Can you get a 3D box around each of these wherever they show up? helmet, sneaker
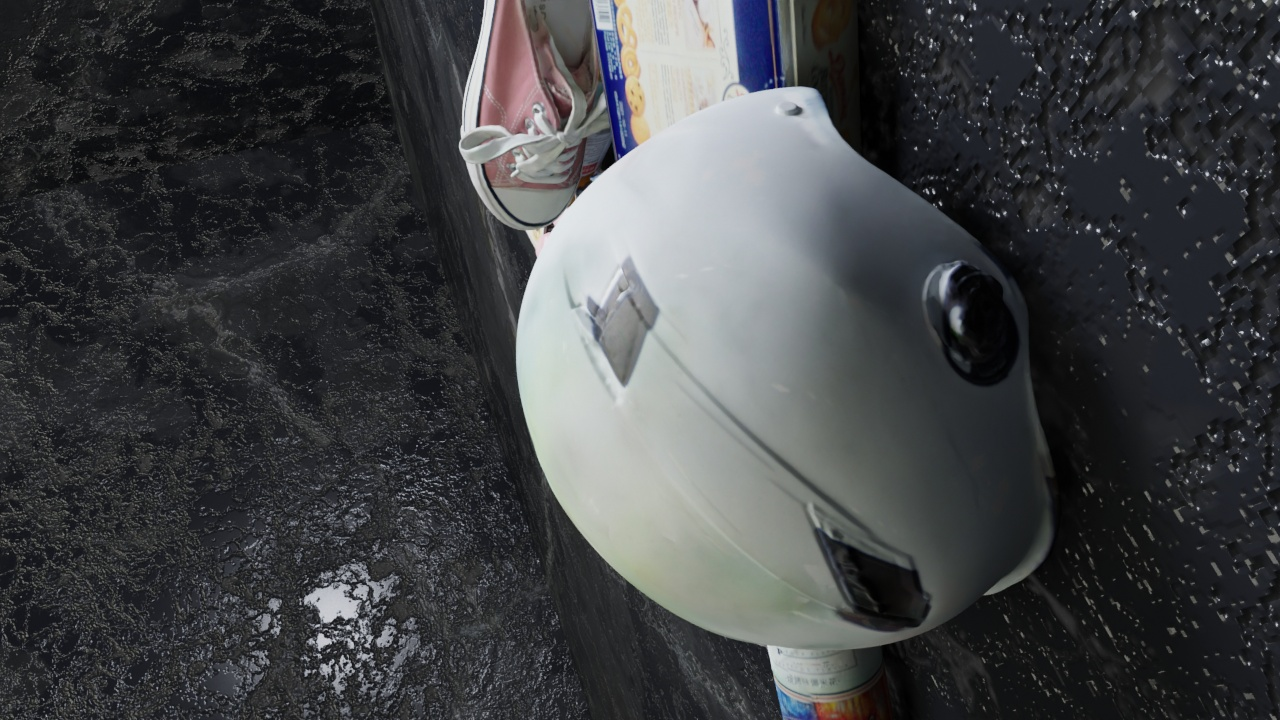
[{"bbox_3d":[0.039,0.027,0.400,0.258,0.145,0.230,58,149,4],"label":"helmet"},{"bbox_3d":[-0.063,-0.166,0.601,0.242,0.118,0.087,106,147,-49],"label":"sneaker"}]

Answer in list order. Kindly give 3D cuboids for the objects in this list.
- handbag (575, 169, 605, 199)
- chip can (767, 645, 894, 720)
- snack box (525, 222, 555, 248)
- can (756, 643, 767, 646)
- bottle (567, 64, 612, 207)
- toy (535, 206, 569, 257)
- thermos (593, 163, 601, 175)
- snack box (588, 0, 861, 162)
[{"bbox_3d":[0.004,-0.047,0.710,0.134,0.075,0.194,-137,34,-67],"label":"handbag"},{"bbox_3d":[0.121,0.213,0.567,0.071,0.071,0.215,-146,40,-68],"label":"chip can"},{"bbox_3d":[-0.098,-0.185,0.960,0.113,0.053,0.126,-121,33,-43],"label":"snack box"},{"bbox_3d":[0.091,0.137,0.631,0.053,0.053,0.133,-123,22,-49],"label":"can"},{"bbox_3d":[-0.060,-0.178,0.737,0.068,0.067,0.190,68,150,21],"label":"bottle"},{"bbox_3d":[-0.047,-0.086,0.854,0.159,0.054,0.122,54,134,33],"label":"toy"},{"bbox_3d":[-0.063,-0.237,0.779,0.221,0.070,0.070,94,156,-51],"label":"thermos"},{"bbox_3d":[0.038,-0.141,0.480,0.182,0.045,0.178,33,139,53],"label":"snack box"}]
